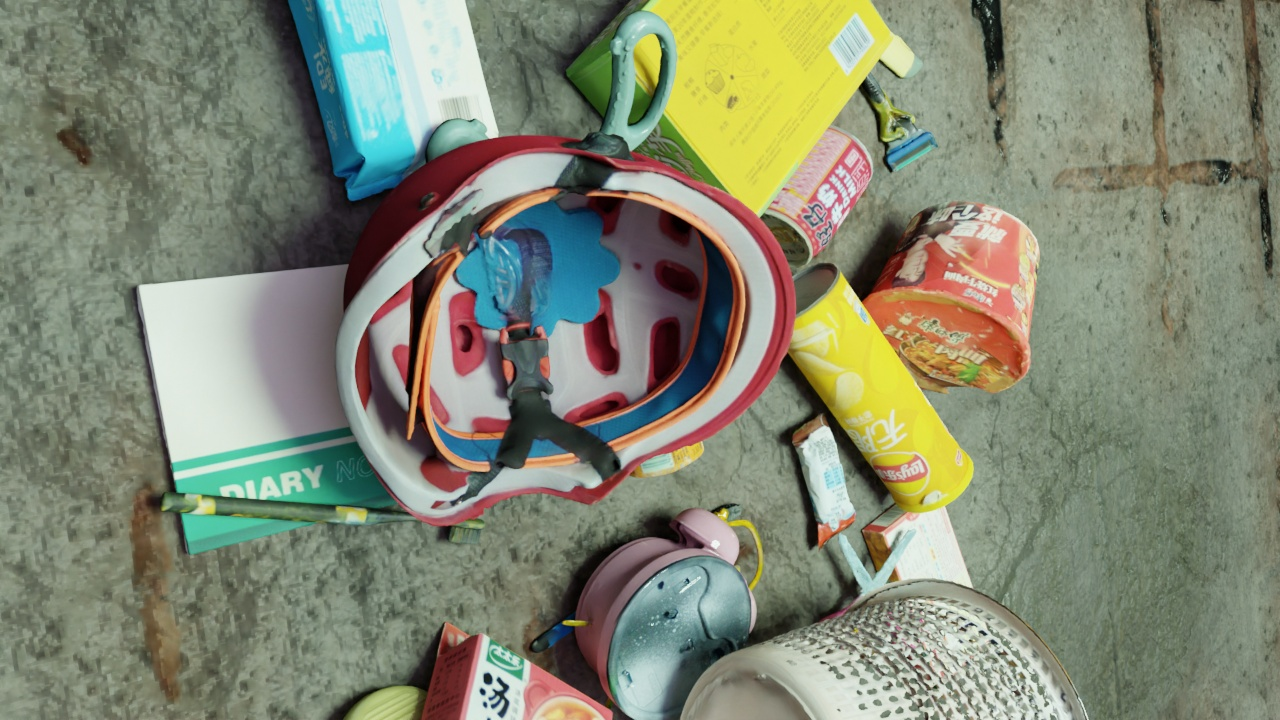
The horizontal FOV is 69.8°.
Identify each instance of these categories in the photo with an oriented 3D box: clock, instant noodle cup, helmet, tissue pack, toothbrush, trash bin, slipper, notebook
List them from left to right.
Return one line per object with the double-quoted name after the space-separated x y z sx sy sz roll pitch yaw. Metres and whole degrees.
-0.177 0.093 0.532 0.185 0.012 0.017 12 96 -33 "toothbrush"
-0.171 0.017 0.548 0.208 0.012 0.150 -11 96 -31 "notebook"
-0.146 -0.171 0.534 0.089 0.063 0.140 -20 102 -32 "tissue pack"
-0.127 0.288 0.537 0.091 0.082 0.190 -12 70 -44 "slipper"
-0.050 -0.034 0.514 0.239 0.144 0.207 -10 125 -18 "helmet"
0.002 0.151 0.649 0.189 0.016 0.014 -29 100 -27 "toothbrush"
0.027 0.167 0.626 0.158 0.060 0.117 -30 118 -24 "clock"
0.139 0.258 0.588 0.191 0.228 0.227 9 85 -38 "trash bin"
0.252 -0.055 0.739 0.138 0.138 0.108 39 62 -25 "instant noodle cup"

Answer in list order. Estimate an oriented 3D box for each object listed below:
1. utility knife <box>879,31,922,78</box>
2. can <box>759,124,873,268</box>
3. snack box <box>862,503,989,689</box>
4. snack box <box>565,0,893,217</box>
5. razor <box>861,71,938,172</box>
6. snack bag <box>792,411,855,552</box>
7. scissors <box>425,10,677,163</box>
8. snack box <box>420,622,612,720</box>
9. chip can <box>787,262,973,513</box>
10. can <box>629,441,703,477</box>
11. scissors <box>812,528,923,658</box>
0.163 -0.296 0.748 0.213 0.022 0.031 32 72 -34 "utility knife"
0.126 -0.124 0.696 0.066 0.067 0.093 46 68 -23 "can"
0.249 0.195 0.791 0.076 0.027 0.156 -29 104 -29 "snack box"
0.070 -0.222 0.662 0.157 0.070 0.209 46 68 -22 "snack box"
0.193 -0.227 0.766 0.043 0.022 0.143 -33 108 19 "razor"
0.146 0.096 0.730 0.048 0.026 0.104 -26 102 -36 "snack bag"
-0.053 -0.131 0.554 0.178 0.019 0.171 -12 139 -38 "scissors"
-0.073 0.226 0.546 0.113 0.044 0.126 40 31 -25 "snack box"
0.181 0.025 0.727 0.072 0.072 0.213 -48 111 -23 "chip can"
-0.004 0.004 0.622 0.058 0.058 0.146 -23 101 -29 "can"
0.190 0.195 0.744 0.135 0.017 0.133 36 87 -18 "scissors"
